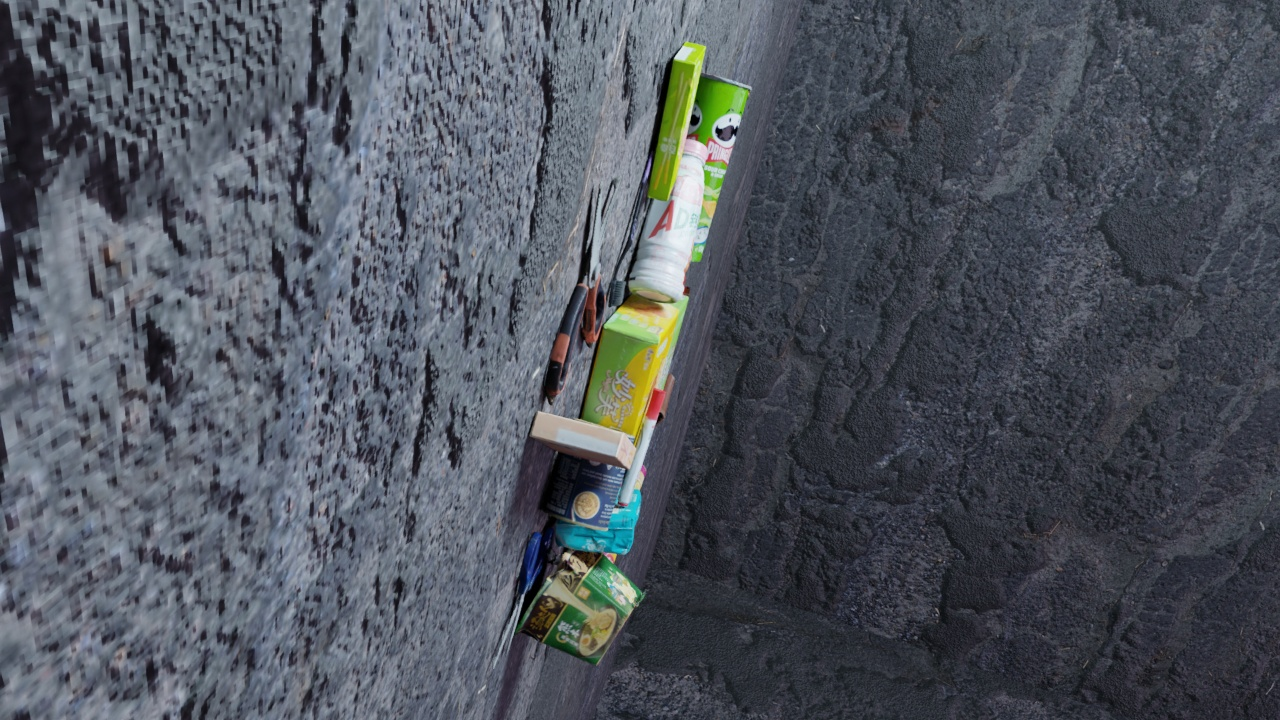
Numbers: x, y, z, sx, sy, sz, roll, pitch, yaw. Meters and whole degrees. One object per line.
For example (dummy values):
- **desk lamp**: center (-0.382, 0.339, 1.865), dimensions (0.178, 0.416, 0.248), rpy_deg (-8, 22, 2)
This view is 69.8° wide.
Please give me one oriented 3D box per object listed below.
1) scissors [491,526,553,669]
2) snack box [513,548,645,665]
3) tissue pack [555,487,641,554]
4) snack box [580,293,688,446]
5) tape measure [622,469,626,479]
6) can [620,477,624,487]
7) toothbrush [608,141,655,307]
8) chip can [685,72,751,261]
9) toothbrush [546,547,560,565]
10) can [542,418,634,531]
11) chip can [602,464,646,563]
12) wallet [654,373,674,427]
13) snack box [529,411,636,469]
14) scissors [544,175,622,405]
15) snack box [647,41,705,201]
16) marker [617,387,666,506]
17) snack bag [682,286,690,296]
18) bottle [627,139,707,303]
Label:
- **scissors**: center (-0.128, 0.252, 1.019), dimensions (0.173, 0.012, 0.163), rpy_deg (-65, 171, -49)
- **snack box**: center (-0.068, 0.296, 1.101), dimensions (0.118, 0.105, 0.118), rpy_deg (-58, 171, 11)
- **tissue pack**: center (-0.050, 0.190, 1.123), dimensions (0.133, 0.093, 0.050), rpy_deg (-65, 160, -78)
- **snack box**: center (-0.007, 0.007, 1.142), dimensions (0.209, 0.070, 0.158), rpy_deg (-54, 160, -68)
- **tape measure**: center (-0.047, 0.124, 1.128), dimensions (0.034, 0.066, 0.065), rpy_deg (101, 8, -50)
- **can**: center (-0.047, 0.167, 1.228), dimensions (0.066, 0.066, 0.094), rpy_deg (-57, 163, -66)
- **toothbrush**: center (-0.006, -0.149, 1.009), dimensions (0.014, 0.017, 0.189), rpy_deg (-17, 122, -86)
- **chip can**: center (0.077, -0.247, 1.191), dimensions (0.072, 0.072, 0.236), rpy_deg (-49, 155, -73)
- **toothbrush**: center (-0.103, 0.237, 1.103), dimensions (0.181, 0.018, 0.015), rpy_deg (97, 18, -74)
- **can**: center (-0.056, 0.124, 1.018), dimensions (0.075, 0.075, 0.111), rpy_deg (44, 63, -82)
- **chip can**: center (-0.054, 0.238, 1.321), dimensions (0.072, 0.071, 0.210), rpy_deg (97, 12, -53)
- **wallet**: center (-0.002, 0.081, 1.312), dimensions (0.125, 0.032, 0.101), rpy_deg (-43, -170, 28)
- **snack box**: center (-0.053, 0.081, 0.904), dimensions (0.157, 0.084, 0.026), rpy_deg (69, 35, -79)
- **scissors**: center (-0.051, -0.065, 0.860), dimensions (0.226, 0.015, 0.188), rpy_deg (96, 13, -52)
- **snack box**: center (0.039, -0.264, 1.017), dimensions (0.085, 0.026, 0.157), rpy_deg (-70, 173, -58)
- **marker**: center (0.001, 0.103, 1.080), dimensions (0.017, 0.017, 0.145), rpy_deg (-27, 136, -80)
- **snack bag**: center (0.055, -0.088, 1.400), dimensions (0.104, 0.026, 0.048), rpy_deg (159, -47, -83)
- **bottle**: center (0.039, -0.170, 1.114), dimensions (0.068, 0.068, 0.196), rpy_deg (63, 40, -80)
